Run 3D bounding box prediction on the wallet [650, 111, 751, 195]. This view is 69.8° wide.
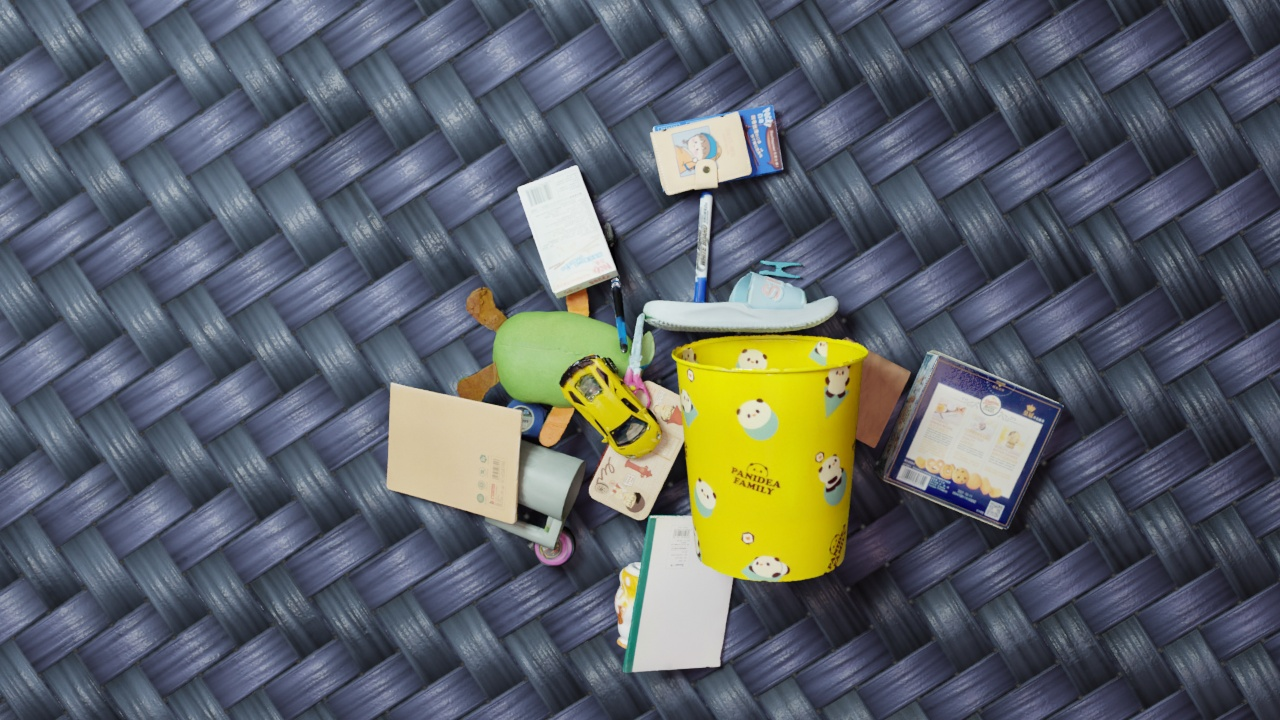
[{"bbox_3d":[0.078,-0.259,1.163,0.115,0.024,0.087,-13,90,0],"label":"wallet"}]

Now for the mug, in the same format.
[{"bbox_3d":[-0.140,0.171,1.191,0.103,0.083,0.124,20,94,8],"label":"mug"}]

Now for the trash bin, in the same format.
[{"bbox_3d":[0.155,0.111,1.105,0.229,0.229,0.255,-2,100,0],"label":"trash bin"}]

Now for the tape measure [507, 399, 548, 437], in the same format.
[{"bbox_3d":[-0.153,0.075,1.218,0.058,0.025,0.054,6,93,-4],"label":"tape measure"}]

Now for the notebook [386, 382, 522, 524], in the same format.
[{"bbox_3d":[-0.242,0.117,1.178,0.208,0.008,0.148,10,102,26],"label":"notebook"}]

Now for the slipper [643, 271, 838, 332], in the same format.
[{"bbox_3d":[0.125,-0.073,1.162,0.245,0.104,0.074,-1,87,-5],"label":"slipper"}]

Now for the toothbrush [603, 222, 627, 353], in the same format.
[{"bbox_3d":[-0.031,-0.095,1.166,0.014,0.016,0.189,-7,66,0],"label":"toothbrush"}]

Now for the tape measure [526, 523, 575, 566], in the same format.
[{"bbox_3d":[-0.115,0.246,1.225,0.058,0.039,0.057,42,86,4],"label":"tape measure"}]

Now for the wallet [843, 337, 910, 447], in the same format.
[{"bbox_3d":[0.287,0.042,1.201,0.101,0.020,0.115,28,84,-8],"label":"wallet"}]

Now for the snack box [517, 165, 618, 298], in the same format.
[{"bbox_3d":[-0.094,-0.165,1.173,0.085,0.027,0.156,-21,75,1],"label":"snack box"}]

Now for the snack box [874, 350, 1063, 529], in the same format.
[{"bbox_3d":[0.430,0.105,1.207,0.178,0.045,0.182,23,94,-2],"label":"snack box"}]

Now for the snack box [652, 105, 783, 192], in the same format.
[{"bbox_3d":[0.100,-0.273,1.187,0.157,0.026,0.084,-10,95,1],"label":"snack box"}]

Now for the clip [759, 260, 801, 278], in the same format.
[{"bbox_3d":[0.184,-0.119,1.206,0.056,0.014,0.043,3,94,1],"label":"clip"}]

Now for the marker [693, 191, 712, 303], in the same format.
[{"bbox_3d":[0.082,-0.147,1.202,0.017,0.017,0.146,4,95,0],"label":"marker"}]

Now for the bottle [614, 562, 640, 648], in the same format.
[{"bbox_3d":[-0.004,0.327,1.218,0.063,0.063,0.108,11,94,-1],"label":"bottle"}]

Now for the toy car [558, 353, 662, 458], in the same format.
[{"bbox_3d":[-0.034,0.059,1.128,0.071,0.041,0.156,-37,106,11],"label":"toy car"}]

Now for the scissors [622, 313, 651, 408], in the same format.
[{"bbox_3d":[-0.006,0.007,1.147,0.057,0.017,0.133,7,101,-12],"label":"scissors"}]

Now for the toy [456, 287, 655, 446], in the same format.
[{"bbox_3d":[-0.108,-0.002,1.180,0.246,0.090,0.227,9,83,-4],"label":"toy"}]

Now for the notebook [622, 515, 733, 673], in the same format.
[{"bbox_3d":[0.058,0.306,1.206,0.150,0.012,0.209,6,95,-30],"label":"notebook"}]

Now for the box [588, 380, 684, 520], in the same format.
[{"bbox_3d":[0.004,0.117,1.203,0.091,0.076,0.168,26,88,-1],"label":"box"}]
